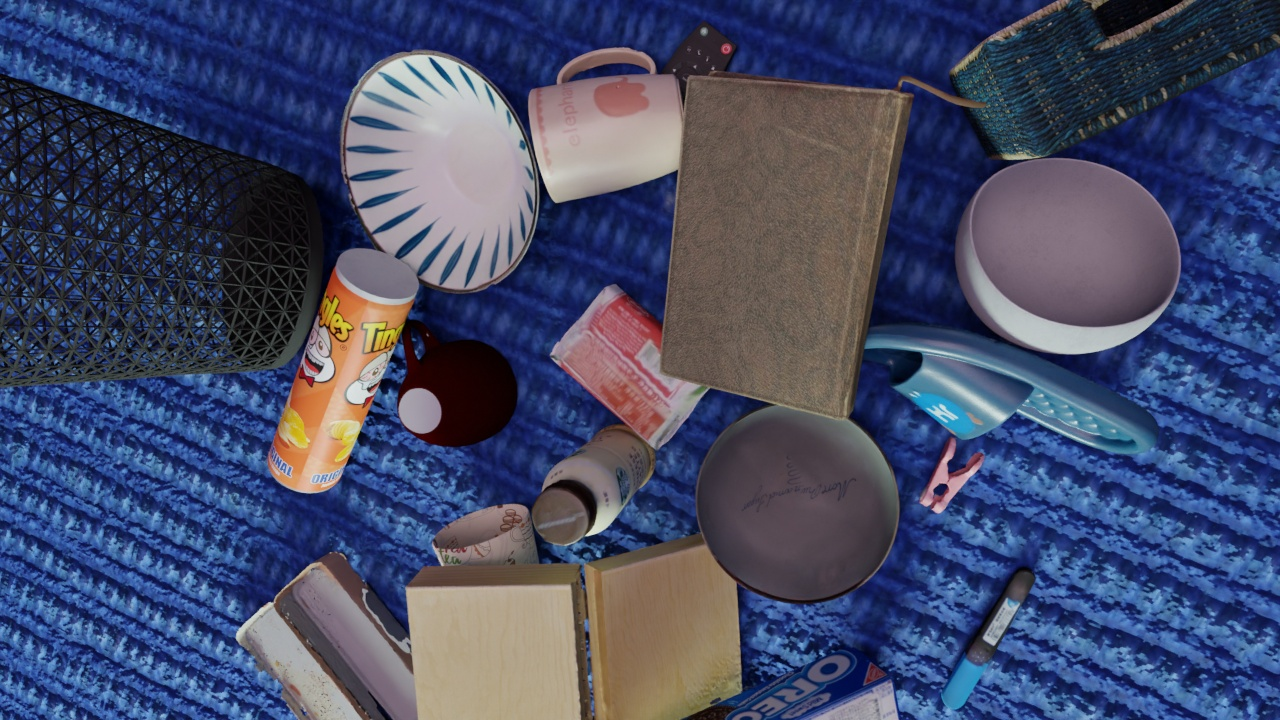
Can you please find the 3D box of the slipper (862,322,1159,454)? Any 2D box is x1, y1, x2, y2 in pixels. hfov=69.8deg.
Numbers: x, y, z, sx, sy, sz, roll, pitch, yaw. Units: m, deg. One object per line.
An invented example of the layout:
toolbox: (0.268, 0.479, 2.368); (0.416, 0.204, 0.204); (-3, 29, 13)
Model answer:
slipper: (0.238, 0.024, 0.618); (0.214, 0.104, 0.059); (21, 80, 6)

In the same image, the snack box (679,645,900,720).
snack box: (0.079, 0.282, 0.665); (0.226, 0.059, 0.059); (-17, 103, -16)

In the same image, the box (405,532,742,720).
box: (-0.039, 0.270, 0.697); (0.260, 0.097, 0.247); (-6, 99, -17)

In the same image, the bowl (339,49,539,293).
bowl: (-0.136, -0.145, 0.696); (0.177, 0.070, 0.177); (12, 117, 24)

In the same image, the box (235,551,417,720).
box: (-0.261, 0.294, 0.826); (0.149, 0.042, 0.216); (-41, 87, 12)

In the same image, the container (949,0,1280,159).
container: (0.270, -0.179, 0.535); (0.145, 0.187, 0.071); (-25, 95, 16)

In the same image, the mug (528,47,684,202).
mug: (-0.020, -0.176, 0.660); (0.104, 0.085, 0.111); (-8, 68, 6)

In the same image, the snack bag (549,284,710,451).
snack bag: (-0.004, 0.004, 0.713); (0.116, 0.036, 0.077); (41, 107, 5)

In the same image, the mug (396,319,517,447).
mug: (-0.161, 0.019, 0.728); (0.087, 0.088, 0.114); (-28, 91, 17)

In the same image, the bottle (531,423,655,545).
bottle: (-0.033, 0.089, 0.668); (0.056, 0.161, 0.056); (2, 99, 14)

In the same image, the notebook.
notebook: (0.106, -0.075, 0.599); (0.190, 0.034, 0.216); (15, 109, 29)

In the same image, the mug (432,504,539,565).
mug: (-0.130, 0.186, 0.737); (0.081, 0.121, 0.097); (-4, 107, 44)

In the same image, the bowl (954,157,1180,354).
bowl: (0.272, -0.062, 0.602); (0.132, 0.064, 0.131); (-1, 64, 1)

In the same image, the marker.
marker: (0.261, 0.208, 0.689); (0.018, 0.015, 0.123); (27, 102, 5)

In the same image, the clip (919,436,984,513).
clip: (0.223, 0.084, 0.676); (0.035, 0.022, 0.058); (29, 106, 5)

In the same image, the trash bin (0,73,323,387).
trash bin: (-0.382, -0.080, 0.663); (0.217, 0.242, 0.217); (-5, 84, 44)

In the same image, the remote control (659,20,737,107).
remote control: (0.022, -0.192, 0.688); (0.039, 0.010, 0.125); (39, 106, 6)

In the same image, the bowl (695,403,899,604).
bowl: (0.118, 0.100, 0.686); (0.151, 0.056, 0.151); (2, 100, 14)

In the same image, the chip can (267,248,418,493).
chip can: (-0.241, 0.013, 0.735); (0.062, 0.062, 0.211); (35, 120, 7)
